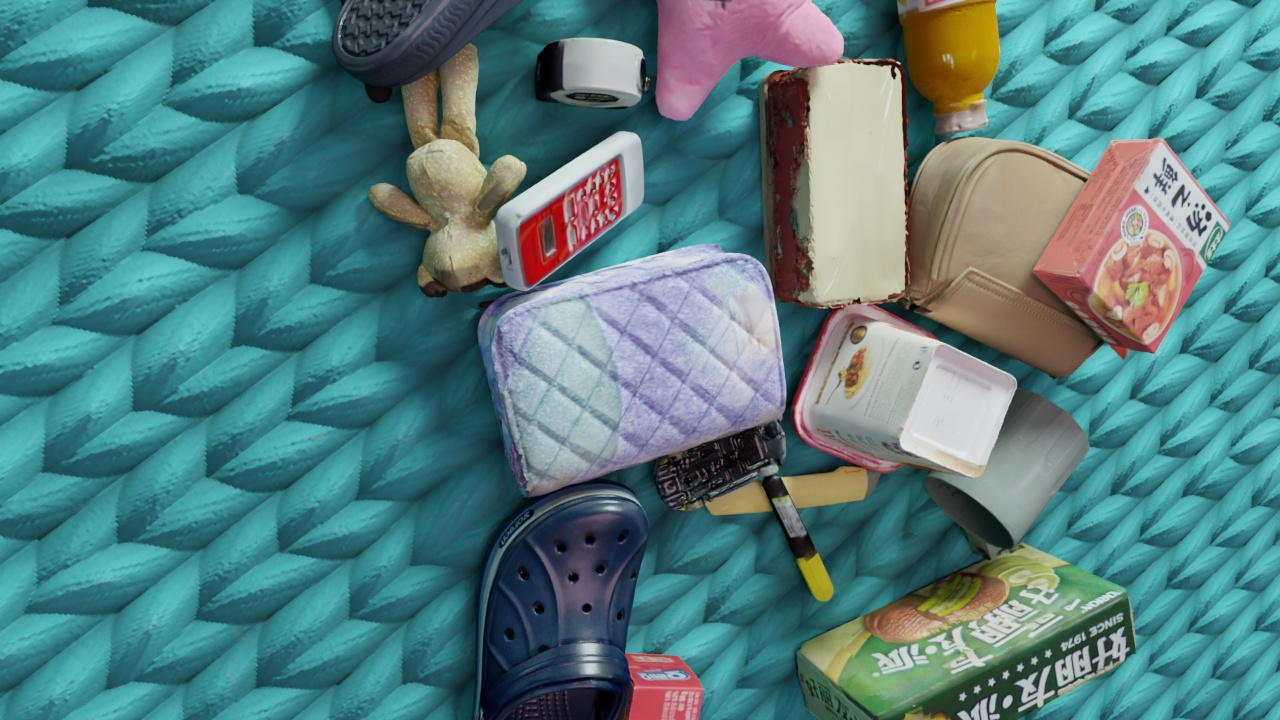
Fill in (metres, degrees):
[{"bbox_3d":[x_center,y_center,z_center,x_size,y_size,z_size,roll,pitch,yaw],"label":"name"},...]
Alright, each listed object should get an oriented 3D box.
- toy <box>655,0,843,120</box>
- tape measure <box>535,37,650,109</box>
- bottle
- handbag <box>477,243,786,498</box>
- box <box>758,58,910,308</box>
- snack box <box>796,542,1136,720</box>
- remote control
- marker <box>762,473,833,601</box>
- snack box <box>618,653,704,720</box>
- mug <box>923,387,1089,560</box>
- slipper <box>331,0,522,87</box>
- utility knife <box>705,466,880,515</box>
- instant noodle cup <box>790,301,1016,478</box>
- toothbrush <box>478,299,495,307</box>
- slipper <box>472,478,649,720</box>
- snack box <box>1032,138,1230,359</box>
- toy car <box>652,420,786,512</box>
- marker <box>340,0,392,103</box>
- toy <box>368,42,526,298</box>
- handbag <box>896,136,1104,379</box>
[{"bbox_3d":[0.059,-0.269,0.582,0.179,0.074,0.194,-22,97,11],"label":"toy"},{"bbox_3d":[-0.030,-0.182,0.582,0.065,0.066,0.033,-1,96,-20],"label":"tape measure"},{"bbox_3d":[0.221,-0.261,0.663,0.068,0.068,0.189,-16,103,-18],"label":"bottle"},{"bbox_3d":[-0.004,0.004,0.611,0.193,0.075,0.134,-15,107,-13],"label":"handbag"},{"bbox_3d":[0.139,-0.123,0.647,0.091,0.079,0.168,-7,99,-20],"label":"box"},{"bbox_3d":[0.254,0.230,0.722,0.239,0.114,0.063,-18,104,-16],"label":"snack box"},{"bbox_3d":[-0.040,-0.096,0.576,0.135,0.020,0.056,-43,141,-40],"label":"remote control"},{"bbox_3d":[0.121,0.136,0.705,0.018,0.015,0.124,-30,113,-7],"label":"marker"},{"bbox_3d":[-0.003,0.324,0.671,0.058,0.057,0.207,8,95,-18],"label":"snack box"},{"bbox_3d":[0.300,0.096,0.747,0.103,0.084,0.124,-47,137,-10],"label":"mug"},{"bbox_3d":[-0.074,-0.258,0.548,0.268,0.111,0.083,-54,142,-5],"label":"slipper"},{"bbox_3d":[0.119,0.099,0.706,0.151,0.018,0.031,-3,95,-22],"label":"utility knife"},{"bbox_3d":[0.190,0.026,0.663,0.116,0.124,0.116,22,89,-22],"label":"instant noodle cup"},{"bbox_3d":[-0.018,-0.047,0.635,0.188,0.014,0.017,-9,113,-19],"label":"toothbrush"},{"bbox_3d":[-0.058,0.205,0.616,0.105,0.095,0.253,11,97,-24],"label":"slipper"},{"bbox_3d":[0.356,-0.074,0.652,0.127,0.044,0.113,34,86,-26],"label":"snack box"},{"bbox_3d":[0.058,0.072,0.669,0.105,0.031,0.049,-21,100,-18],"label":"toy car"},{"bbox_3d":[-0.172,-0.218,0.552,0.018,0.015,0.124,-16,106,-17],"label":"marker"},{"bbox_3d":[-0.116,-0.119,0.567,0.105,0.066,0.157,-5,97,13],"label":"toy"},{"bbox_3d":[0.287,-0.081,0.702,0.204,0.100,0.148,22,97,-22],"label":"handbag"}]
